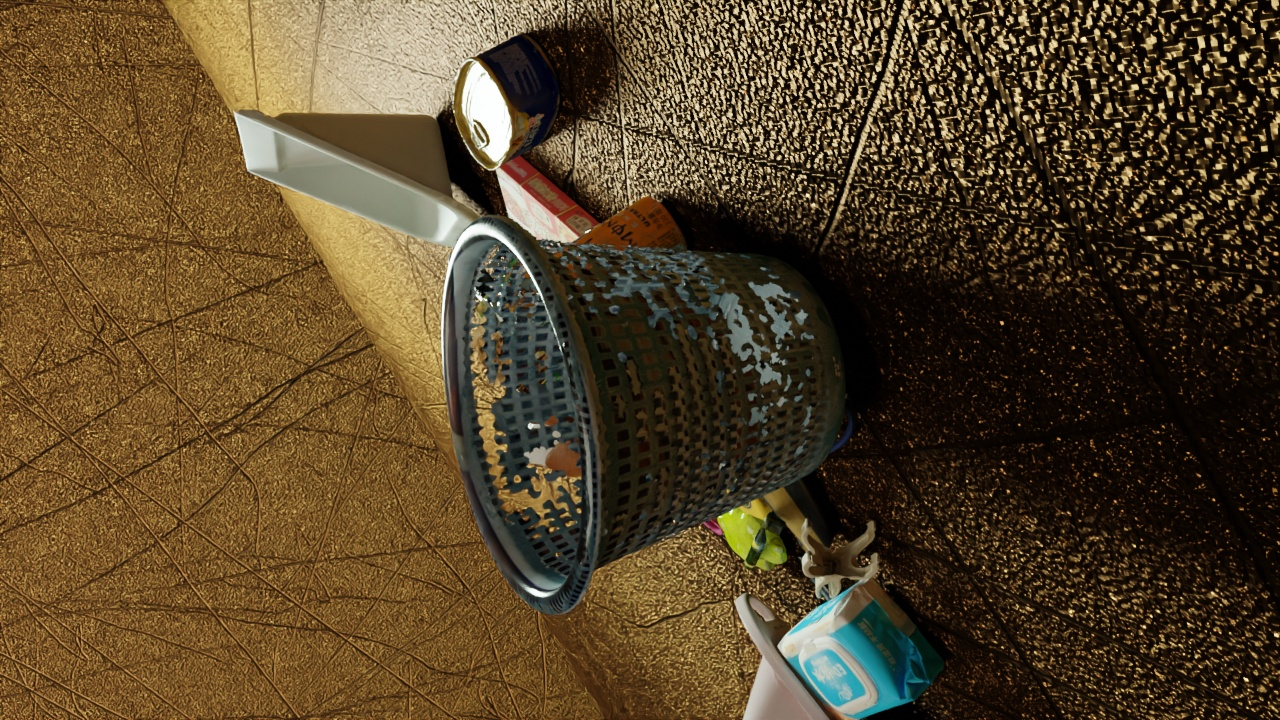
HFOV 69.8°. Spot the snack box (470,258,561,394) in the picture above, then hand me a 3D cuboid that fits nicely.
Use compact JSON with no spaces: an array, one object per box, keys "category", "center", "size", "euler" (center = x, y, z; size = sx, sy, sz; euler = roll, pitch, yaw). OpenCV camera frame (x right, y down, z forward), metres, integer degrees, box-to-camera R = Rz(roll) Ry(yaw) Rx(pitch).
[{"category":"snack box","center":[-0.081,-0.023,0.871],"size":[0.105,0.117,0.118],"euler":[34,-172,-45]}]

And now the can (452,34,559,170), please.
[{"category":"can","center":[-0.112,-0.209,0.752],"size":[0.074,0.049,0.148],"euler":[57,161,-2]}]

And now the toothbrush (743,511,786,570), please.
[{"category":"toothbrush","center":[0.103,0.157,0.778],"size":[0.017,0.012,0.186],"euler":[25,159,11]}]

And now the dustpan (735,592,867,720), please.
[{"category":"dustpan","center":[0.192,0.334,0.846],"size":[0.273,0.138,0.222],"euler":[21,173,17]}]

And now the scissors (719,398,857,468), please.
[{"category":"scissors","center":[0.090,0.069,0.660],"size":[0.105,0.012,0.175],"euler":[36,129,20]}]

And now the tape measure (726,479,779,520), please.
[{"category":"tape measure","center":[0.096,0.109,0.801],"size":[0.057,0.028,0.060],"euler":[60,161,-15]}]

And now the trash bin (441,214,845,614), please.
[{"category":"trash bin","center":[0.005,0.019,0.563],"size":[0.227,0.194,0.227],"euler":[27,122,56]}]

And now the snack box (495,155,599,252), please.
[{"category":"snack box","center":[-0.078,-0.125,0.845],"size":[0.153,0.025,0.075],"euler":[43,158,33]}]

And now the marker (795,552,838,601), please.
[{"category":"marker","center":[0.178,0.221,0.808],"size":[0.124,0.015,0.018],"euler":[51,156,12]}]

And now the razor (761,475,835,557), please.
[{"category":"razor","center":[0.098,0.087,0.719],"size":[0.167,0.067,0.062],"euler":[54,-176,-14]}]

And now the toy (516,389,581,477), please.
[{"category":"toy","center":[-0.098,0.073,1.085],"size":[0.140,0.130,0.200],"euler":[59,178,45]}]

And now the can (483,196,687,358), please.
[{"category":"can","center":[-0.038,-0.059,0.666],"size":[0.058,0.145,0.058],"euler":[51,165,19]}]

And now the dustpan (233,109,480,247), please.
[{"category":"dustpan","center":[-0.306,-0.188,1.046],"size":[0.223,0.257,0.142],"euler":[167,94,-70]}]

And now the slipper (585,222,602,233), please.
[{"category":"slipper","center":[-0.005,0.005,0.782],"size":[0.105,0.095,0.253],"euler":[36,150,50]}]

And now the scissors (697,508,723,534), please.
[{"category":"scissors","center":[0.048,0.147,1.006],"size":[0.125,0.017,0.133],"euler":[61,164,-20]}]

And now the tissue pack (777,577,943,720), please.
[{"category":"tissue pack","center":[0.175,0.241,0.748],"size":[0.090,0.063,0.140],"euler":[50,150,14]}]

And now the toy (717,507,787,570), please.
[{"category":"toy","center":[0.104,0.167,0.874],"size":[0.097,0.031,0.100],"euler":[35,156,39]}]

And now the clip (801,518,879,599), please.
[{"category":"clip","center":[0.137,0.151,0.696],"size":[0.102,0.096,0.035],"euler":[130,150,-51]}]

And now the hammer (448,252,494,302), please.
[{"category":"hammer","center":[-0.144,-0.044,1.024],"size":[0.033,0.129,0.300],"euler":[37,-173,-48]}]
